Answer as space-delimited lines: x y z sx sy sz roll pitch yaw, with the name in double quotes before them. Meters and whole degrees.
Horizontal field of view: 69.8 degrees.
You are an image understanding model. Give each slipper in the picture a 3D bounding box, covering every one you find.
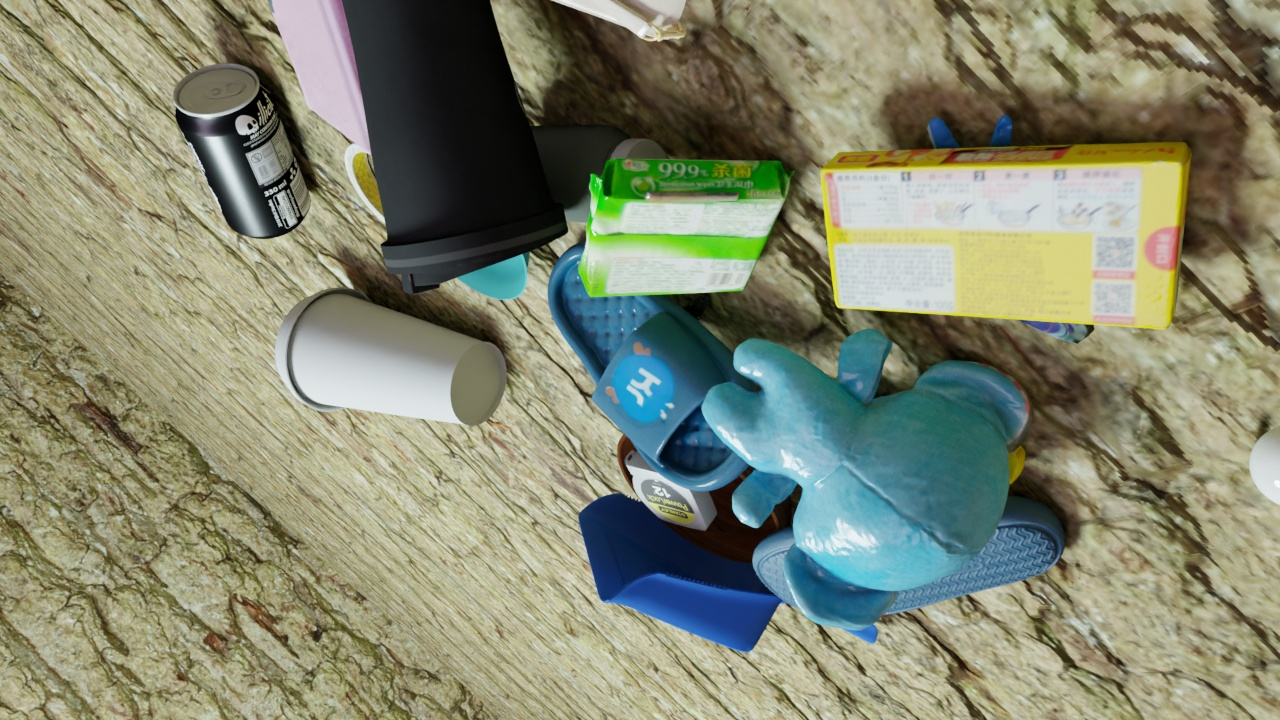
"slipper" -0.004 0.004 0.630 0.213 0.059 0.104 49 125 26
"slipper" 0.172 0.124 0.623 0.214 0.059 0.104 -20 129 32

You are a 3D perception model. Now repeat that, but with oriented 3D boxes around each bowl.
"bowl" -0.119 -0.107 0.690 0.121 0.046 0.121 29 148 20
"bowl" 0.061 0.083 0.713 0.147 0.068 0.147 28 147 20

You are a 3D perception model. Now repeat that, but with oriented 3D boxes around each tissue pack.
"tissue pack" 0.023 -0.075 0.524 0.114 0.034 0.100 -1 151 -12

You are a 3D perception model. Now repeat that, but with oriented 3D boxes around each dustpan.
"dustpan" 0.081 0.195 0.779 0.257 0.059 0.245 29 -179 -10

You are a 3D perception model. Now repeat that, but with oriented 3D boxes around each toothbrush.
"toothbrush" 0.018 -0.005 0.707 0.014 0.017 0.188 43 154 4

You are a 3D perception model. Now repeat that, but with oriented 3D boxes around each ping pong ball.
"ping pong ball" 0.302 0.048 0.418 0.040 0.040 0.040 29 148 20

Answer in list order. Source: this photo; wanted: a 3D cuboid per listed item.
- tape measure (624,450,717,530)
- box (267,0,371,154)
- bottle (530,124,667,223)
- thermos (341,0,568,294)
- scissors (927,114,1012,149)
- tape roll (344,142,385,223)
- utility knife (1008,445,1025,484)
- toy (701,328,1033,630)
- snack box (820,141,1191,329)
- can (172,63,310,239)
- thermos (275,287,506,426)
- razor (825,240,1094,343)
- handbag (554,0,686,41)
"tape measure" 0.022 0.097 0.686 0.064 0.016 0.065 8 137 42
"box" -0.191 -0.236 0.604 0.180 0.050 0.233 26 147 22
"bottle" -0.037 -0.116 0.571 0.109 0.060 0.060 12 140 40
"thermos" -0.112 -0.155 0.502 0.106 0.105 0.219 5 113 46
"scissors" 0.161 -0.070 0.456 0.097 0.020 0.133 -4 129 48
"tape roll" -0.206 -0.145 0.767 0.094 0.019 0.094 29 148 20
"utility knife" 0.154 0.038 0.596 0.187 0.020 0.029 20 123 34
"toy" 0.124 0.058 0.546 0.180 0.184 0.114 35 -165 9
"snack box" 0.160 -0.058 0.419 0.152 0.025 0.075 7 123 33
"can" -0.355 -0.184 0.826 0.080 0.080 0.146 29 148 20
"thermos" -0.247 0.003 0.920 0.222 0.131 0.132 12 140 29
"razor" 0.157 -0.043 0.463 0.141 0.018 0.044 29 149 22
"handbag" 0.003 -0.221 0.369 0.198 0.101 0.195 27 150 0
